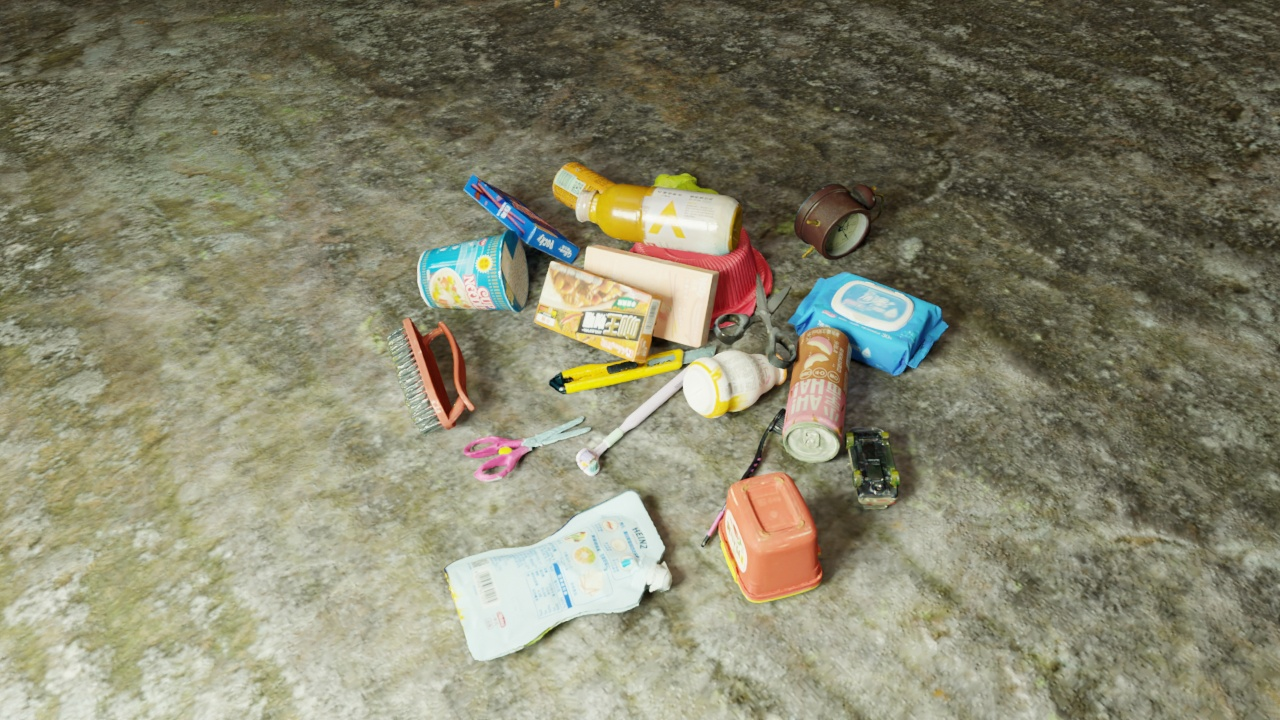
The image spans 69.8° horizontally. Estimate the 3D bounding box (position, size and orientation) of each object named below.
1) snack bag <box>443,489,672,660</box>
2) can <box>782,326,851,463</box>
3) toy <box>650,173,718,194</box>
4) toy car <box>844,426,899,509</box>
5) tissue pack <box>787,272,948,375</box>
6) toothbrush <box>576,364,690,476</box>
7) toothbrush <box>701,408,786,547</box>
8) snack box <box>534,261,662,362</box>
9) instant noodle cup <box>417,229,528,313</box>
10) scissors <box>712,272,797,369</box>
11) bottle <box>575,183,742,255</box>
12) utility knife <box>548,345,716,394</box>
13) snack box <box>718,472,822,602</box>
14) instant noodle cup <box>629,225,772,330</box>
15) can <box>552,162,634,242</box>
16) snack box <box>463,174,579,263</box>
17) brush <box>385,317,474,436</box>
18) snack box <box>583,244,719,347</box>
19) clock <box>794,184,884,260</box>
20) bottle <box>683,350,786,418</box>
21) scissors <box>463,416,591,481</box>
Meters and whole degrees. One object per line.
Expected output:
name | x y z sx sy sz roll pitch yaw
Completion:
snack bag | -0.069 0.187 0.806 0.190 0.039 0.110 -17 40 -16
can | 0.181 0.032 0.933 0.058 0.058 0.147 7 44 12
toy | 0.057 -0.221 1.229 0.097 0.031 0.100 -4 39 0
toy car | 0.219 0.100 0.874 0.042 0.035 0.090 0 43 2
tissue pack | 0.249 -0.045 1.012 0.157 0.052 0.094 24 50 27
toothbrush | 0.004 0.053 0.953 0.188 0.029 0.021 -40 16 -33
toothbrush | 0.105 0.112 0.888 0.018 0.014 0.188 28 52 14
snack box | -0.049 -0.056 1.020 0.154 0.075 0.026 22 10 35
instant noodle cup | -0.199 -0.101 1.086 0.110 0.099 0.099 -5 43 12
scissors | 0.131 -0.048 0.990 0.170 0.014 0.159 -5 45 -33
bottle | 0.019 -0.165 1.051 0.190 0.068 0.067 11 46 16
utility knife | -0.006 0.006 1.006 0.193 0.015 0.033 -12 46 -10
snack box | 0.115 0.150 0.798 0.082 0.080 0.091 -12 44 -9
instant noodle cup | 0.064 -0.120 1.098 0.194 0.066 0.193 -2 44 1
can | -0.050 -0.208 1.204 0.058 0.058 0.146 -34 51 -28
snack box | -0.152 -0.180 1.169 0.157 0.084 0.026 41 102 36
brush | -0.220 0.017 0.978 0.069 0.063 0.145 -26 47 -4
snack box | 0.007 -0.074 1.038 0.157 0.084 0.026 15 15 21
clock | 0.247 -0.173 1.126 0.121 0.082 0.055 -23 51 -17
bottle | 0.100 0.020 0.950 0.108 0.063 0.063 -14 43 -30
scissors | -0.117 0.080 0.941 0.137 0.017 0.077 -26 39 -27
